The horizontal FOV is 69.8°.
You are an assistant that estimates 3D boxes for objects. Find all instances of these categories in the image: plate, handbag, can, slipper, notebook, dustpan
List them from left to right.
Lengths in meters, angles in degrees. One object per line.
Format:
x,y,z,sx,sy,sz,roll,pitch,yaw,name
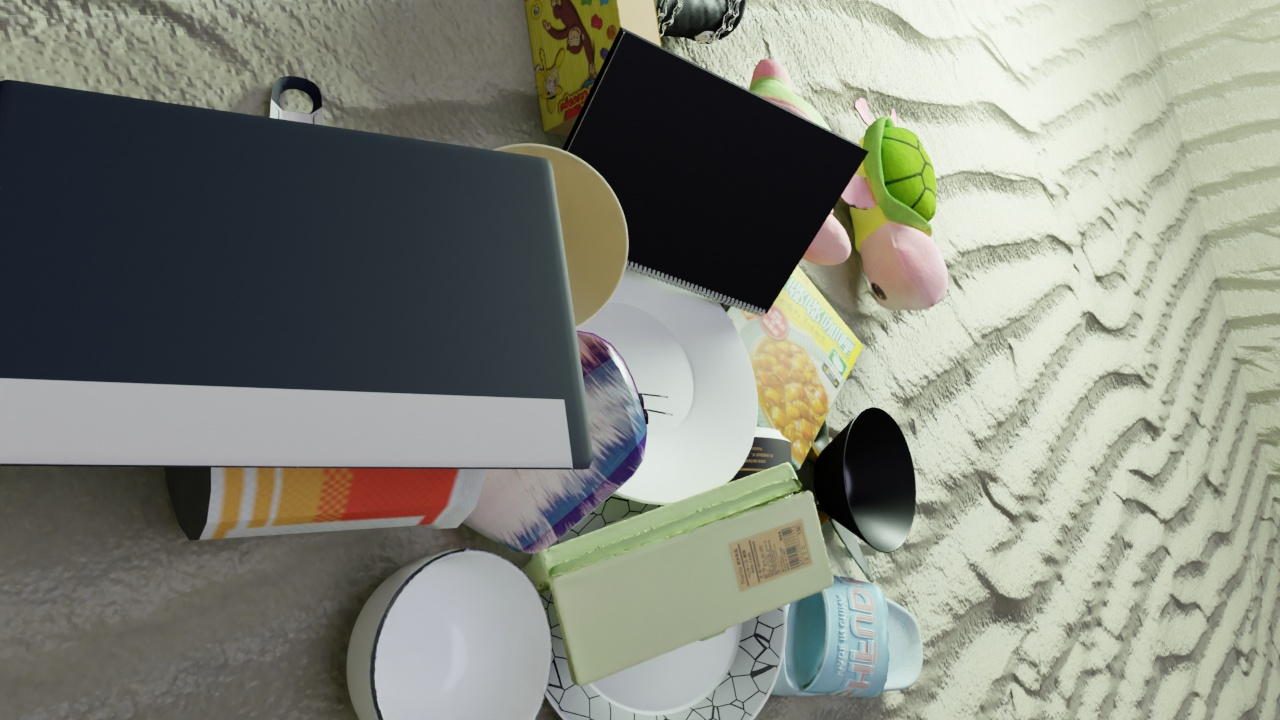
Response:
-0.162,-0.059,0.432,0.236,0.080,0.272,3,59,-23,dustpan
-0.082,0.019,0.540,0.170,0.144,0.068,49,3,-3,handbag
-0.004,0.004,0.651,0.208,0.015,0.208,17,56,-27,plate
0.011,0.168,0.618,0.188,0.016,0.188,7,69,-20,plate
0.031,-0.319,0.724,0.153,0.115,0.125,-19,97,-50,handbag
0.042,-0.122,0.651,0.206,0.149,0.016,17,27,-28,notebook
0.080,0.119,0.699,0.071,0.072,0.128,14,71,-43,can
0.183,0.234,0.777,0.245,0.074,0.104,23,64,-42,slipper

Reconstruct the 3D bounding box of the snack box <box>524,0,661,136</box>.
-0.034,-0.235,0.653,0.040,0.088,0.125,-4,83,-46,snack box

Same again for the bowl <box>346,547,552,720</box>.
-0.110,0.161,0.499,0.113,0.063,0.113,13,71,-43,bowl

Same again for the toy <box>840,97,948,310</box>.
0.259,-0.163,0.941,0.190,0.088,0.237,29,54,-53,toy

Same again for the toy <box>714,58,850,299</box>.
0.101,-0.144,0.772,0.192,0.097,0.236,41,64,-21,toy

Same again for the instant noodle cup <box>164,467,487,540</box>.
-0.158,0.031,0.448,0.120,0.124,0.123,-5,84,-39,instant noodle cup

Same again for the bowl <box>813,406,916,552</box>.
0.187,0.105,0.802,0.124,0.053,0.124,13,72,-45,bowl

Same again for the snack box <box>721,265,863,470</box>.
0.119,-0.006,0.787,0.132,0.027,0.167,48,50,-14,snack box

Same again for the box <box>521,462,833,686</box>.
0.019,0.126,0.589,0.187,0.083,0.091,-12,94,-25,box

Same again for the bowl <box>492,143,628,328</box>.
-0.069,-0.080,0.584,0.118,0.118,0.074,60,6,-17,bowl

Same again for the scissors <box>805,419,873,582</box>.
0.160,0.108,0.824,0.224,0.016,0.225,3,78,-45,scissors
